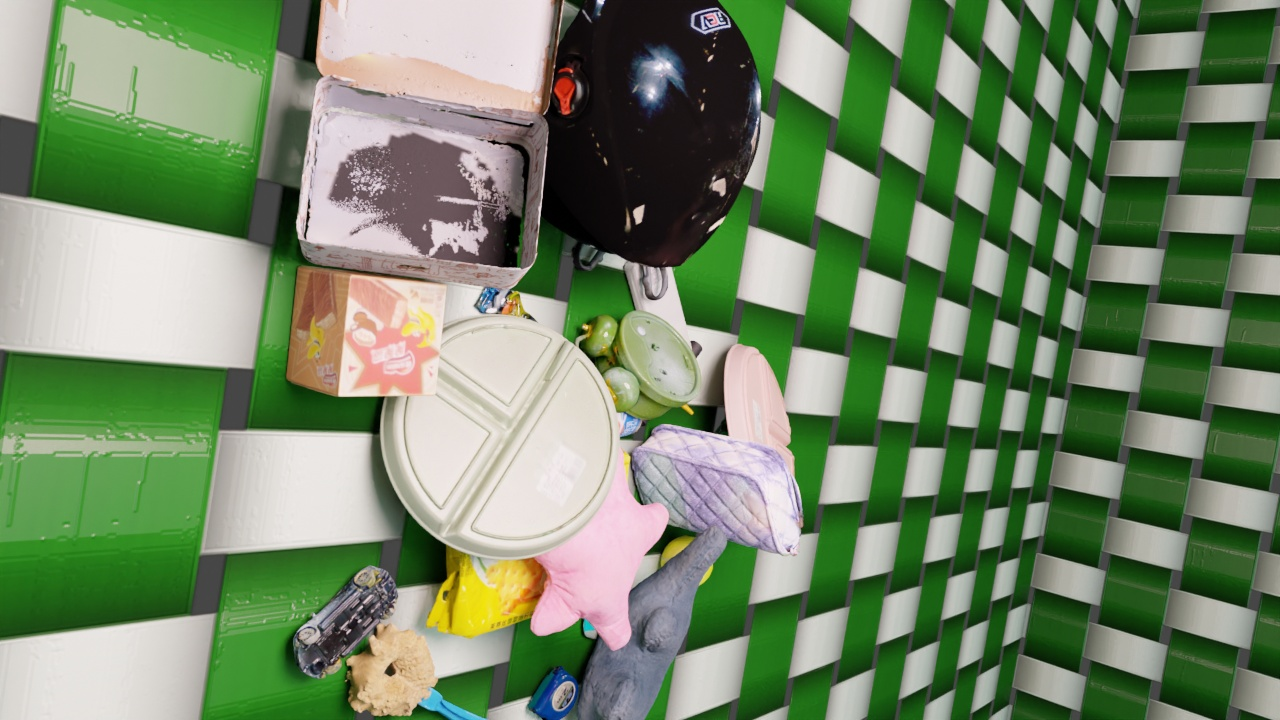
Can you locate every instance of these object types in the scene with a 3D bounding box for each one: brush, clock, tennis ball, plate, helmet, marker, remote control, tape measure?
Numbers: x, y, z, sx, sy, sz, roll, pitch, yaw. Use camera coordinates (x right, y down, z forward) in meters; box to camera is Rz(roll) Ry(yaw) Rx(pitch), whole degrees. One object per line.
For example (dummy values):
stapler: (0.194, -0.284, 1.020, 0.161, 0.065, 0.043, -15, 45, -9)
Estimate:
brush: (-0.196, 0.331, 0.890, 0.083, 0.046, 0.255, -62, 142, -26)
clock: (-0.006, 0.006, 0.986, 0.161, 0.056, 0.116, 12, 49, -44)
tennis ball: (0.058, 0.253, 1.151, 0.065, 0.066, 0.065, -15, 110, -48)
plate: (0.158, 0.089, 1.189, 0.229, 0.028, 0.229, -12, 90, -68)
helmet: (0.002, -0.223, 0.844, 0.232, 0.230, 0.276, -29, 158, -44)
marker: (0.033, 0.026, 1.106, 0.022, 0.020, 0.131, 48, 60, -17)
remote control: (0.021, -0.059, 1.067, 0.058, 0.021, 0.150, -36, 125, -33)
tape measure: (-0.096, 0.375, 1.025, 0.058, 0.025, 0.054, -55, 137, -22)
plate: (-0.118, 0.064, 0.833, 0.230, 0.028, 0.230, 8, 71, -25)

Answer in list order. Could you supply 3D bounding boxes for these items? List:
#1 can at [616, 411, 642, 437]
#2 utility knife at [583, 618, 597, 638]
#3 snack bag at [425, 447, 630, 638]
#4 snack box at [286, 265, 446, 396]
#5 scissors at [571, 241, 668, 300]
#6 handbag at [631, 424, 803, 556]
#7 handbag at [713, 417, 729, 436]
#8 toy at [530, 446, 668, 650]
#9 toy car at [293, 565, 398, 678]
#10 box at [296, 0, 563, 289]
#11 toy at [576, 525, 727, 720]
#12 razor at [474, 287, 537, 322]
can: (-0.059, 0.062, 0.974, 0.134, 0.053, 0.053, -7, 104, -50)
utility knife: (-0.048, 0.231, 1.058, 0.029, 0.013, 0.193, -1, 101, -52)
snack bag: (-0.109, 0.174, 0.928, 0.246, 0.068, 0.158, -4, 102, -50)
snack box: (-0.220, -0.023, 0.740, 0.092, 0.077, 0.094, 2, 97, -51)
scissors: (-0.012, -0.149, 0.999, 0.159, 0.014, 0.177, -17, 100, -36)
handbag: (0.089, 0.149, 1.062, 0.075, 0.194, 0.134, -42, 128, -38)
handbag: (0.124, 0.151, 1.215, 0.131, 0.068, 0.120, 58, 45, -37)
toy: (-0.048, 0.177, 0.894, 0.178, 0.075, 0.194, 30, 72, -38)
toy car: (-0.255, 0.224, 0.791, 0.105, 0.031, 0.049, -46, 130, -36)
box: (-0.158, -0.198, 0.707, 0.178, 0.088, 0.262, 6, 84, -17)
toy: (-0.005, 0.345, 1.049, 0.091, 0.138, 0.356, 28, 81, -14)
razor: (-0.109, -0.032, 0.918, 0.143, 0.022, 0.042, 47, 65, -45)
